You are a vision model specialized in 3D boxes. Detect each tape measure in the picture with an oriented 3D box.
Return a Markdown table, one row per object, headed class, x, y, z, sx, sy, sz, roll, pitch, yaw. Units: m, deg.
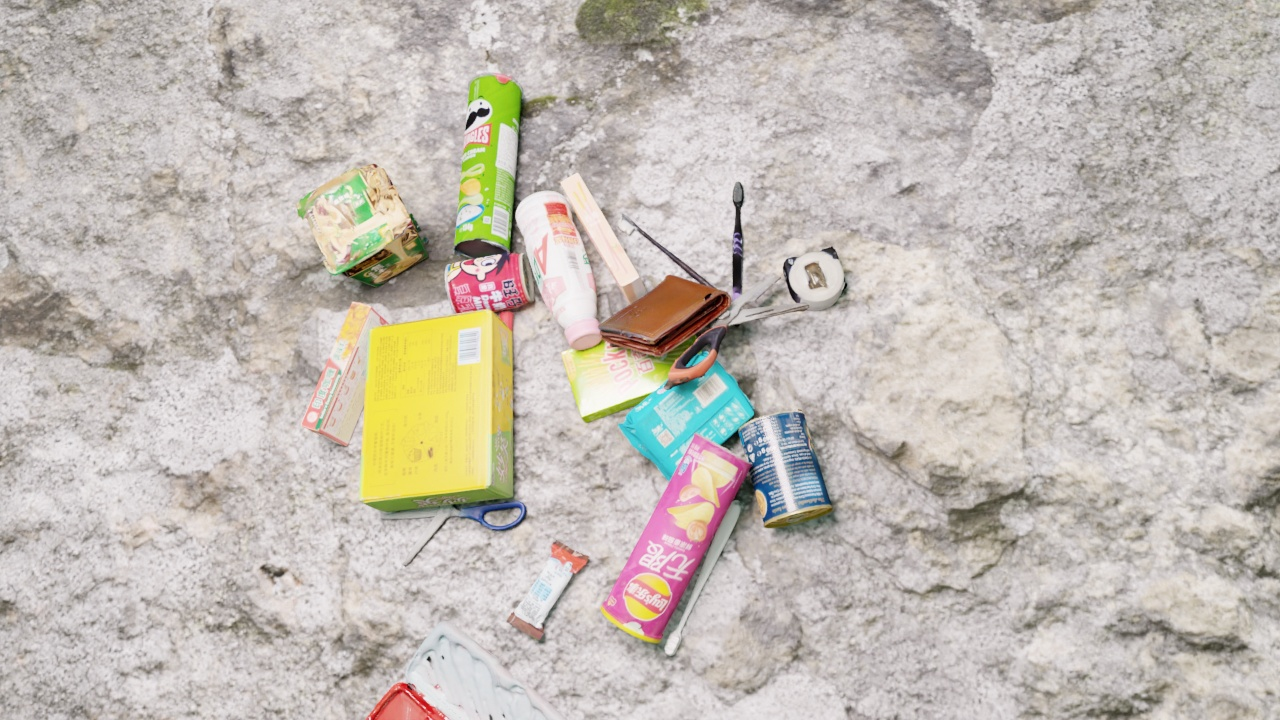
| class | x | y | z | sx | sy | sz | roll | pitch | yaw |
| --- | --- | --- | --- | --- | --- | --- | --- | --- | --- |
| tape measure | 0.204 | -0.093 | 1.065 | 0.066 | 0.033 | 0.066 | -18 | 70 | 3 |

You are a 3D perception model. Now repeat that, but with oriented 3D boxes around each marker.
| class | x | y | z | sx | sy | sz | roll | pitch | yaw |
| --- | --- | --- | --- | --- | --- | --- | --- | --- | --- |
| marker | -0.160 | 0.012 | 1.087 | 0.017 | 0.017 | 0.145 | -4 | 71 | 6 |

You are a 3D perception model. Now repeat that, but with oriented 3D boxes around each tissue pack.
| class | x | y | z | sx | sy | sz | roll | pitch | yaw |
| --- | --- | --- | --- | --- | --- | --- | --- | --- | --- |
| tissue pack | 0.051 | 0.062 | 1.007 | 0.133 | 0.050 | 0.093 | -41 | 107 | -9 |

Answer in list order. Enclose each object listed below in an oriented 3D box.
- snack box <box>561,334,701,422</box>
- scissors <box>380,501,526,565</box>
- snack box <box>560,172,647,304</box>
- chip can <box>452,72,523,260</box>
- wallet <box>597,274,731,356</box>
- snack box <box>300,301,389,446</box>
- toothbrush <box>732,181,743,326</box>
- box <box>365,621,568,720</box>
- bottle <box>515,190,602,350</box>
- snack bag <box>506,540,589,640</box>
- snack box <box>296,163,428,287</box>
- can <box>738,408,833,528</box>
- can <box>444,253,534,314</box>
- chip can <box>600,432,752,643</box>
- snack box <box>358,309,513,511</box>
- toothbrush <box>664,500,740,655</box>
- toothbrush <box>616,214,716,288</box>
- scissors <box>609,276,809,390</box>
| class | x | y | z | sx | sy | sz | roll | pitch | yaw |
| --- | --- | --- | --- | --- | --- | --- | --- | --- | --- |
| snack box | -0.006 | 0.006 | 1.063 | 0.156 | 0.026 | 0.085 | -19 | 70 | 1 |
| scissors | -0.209 | 0.164 | 1.046 | 0.174 | 0.012 | 0.162 | 12 | 75 | 12 |
| snack box | -0.041 | -0.139 | 1.085 | 0.026 | 0.084 | 0.157 | -30 | 70 | 0 |
| chip can | -0.188 | -0.240 | 1.144 | 0.072 | 0.072 | 0.235 | -1 | 72 | 7 |
| wallet | 0.025 | -0.053 | 1.017 | 0.124 | 0.032 | 0.101 | -36 | 34 | -28 |
| snack box | -0.341 | 0.017 | 1.077 | 0.027 | 0.077 | 0.155 | 15 | 74 | 12 |
| toothbrush | 0.116 | -0.130 | 1.098 | 0.014 | 0.017 | 0.188 | 0 | 74 | 7 |
| box | -0.177 | 0.390 | 0.955 | 0.201 | 0.039 | 0.158 | 34 | 78 | 17 |
| bottle | -0.092 | -0.105 | 1.083 | 0.068 | 0.068 | 0.196 | -20 | 67 | 0 |
| snack bag | -0.101 | 0.248 | 0.996 | 0.048 | 0.026 | 0.104 | 24 | 77 | 21 |
| snack box | -0.327 | -0.153 | 1.117 | 0.117 | 0.105 | 0.118 | -31 | 70 | -1 |
| can | 0.154 | 0.115 | 0.981 | 0.075 | 0.075 | 0.111 | -15 | 70 | 2 |
| can | -0.179 | -0.091 | 1.096 | 0.094 | 0.066 | 0.066 | -9 | 71 | 4 |
| chip can | 0.038 | 0.183 | 0.956 | 0.071 | 0.071 | 0.210 | 27 | 88 | 15 |
| snack box | -0.229 | 0.058 | 1.041 | 0.158 | 0.070 | 0.209 | -8 | 69 | 12 |
| toothbrush | 0.067 | 0.231 | 0.985 | 0.016 | 0.016 | 0.180 | 24 | 76 | 12 |
| toothbrush | 0.040 | -0.120 | 1.105 | 0.181 | 0.015 | 0.018 | 39 | 87 | 18 |
| scissors | 0.073 | -0.038 | 1.016 | 0.189 | 0.015 | 0.224 | 13 | 44 | 39 |
